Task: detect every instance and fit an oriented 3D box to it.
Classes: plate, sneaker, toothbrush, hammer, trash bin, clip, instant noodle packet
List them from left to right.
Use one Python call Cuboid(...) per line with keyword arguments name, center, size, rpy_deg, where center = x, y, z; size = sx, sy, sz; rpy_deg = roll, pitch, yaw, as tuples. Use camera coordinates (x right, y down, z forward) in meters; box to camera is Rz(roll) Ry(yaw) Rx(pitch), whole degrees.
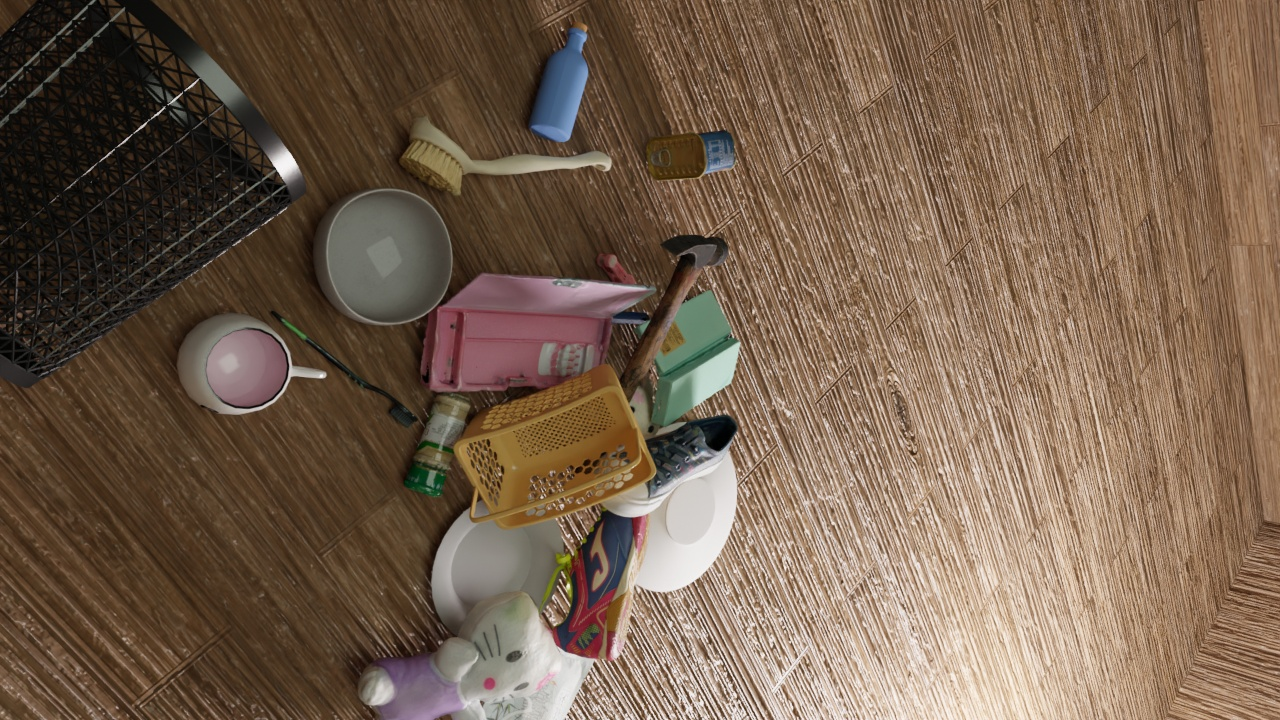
Cuboid(name="trash bin", center=(-0.417, -0.123, 0.672), size=(0.242, 0.217, 0.217), rpy_deg=(-49, 123, -17))
Cuboid(name="toothbrush", center=(-0.292, 0.012, 0.912), size=(0.188, 0.014, 0.017), rpy_deg=(45, 75, -34))
Cuboid(name="plate", center=(-0.163, 0.234, 1.045), size=(0.172, 0.019, 0.173), rpy_deg=(-6, 99, -40))
Cuboid(name="instant noodle packet", center=(-0.148, 0.454, 1.061), size=(0.147, 0.057, 0.268), rpy_deg=(40, 69, -44))
Cuboid(name="toothbrush", center=(-0.063, -0.053, 1.095), size=(0.189, 0.017, 0.016), rpy_deg=(0, 98, -40))
Cuboid(name="sneaker", center=(-0.047, 0.228, 1.089), size=(0.116, 0.091, 0.241), rpy_deg=(76, 24, -55))
Cuboid(name="clip", center=(-0.035, -0.108, 1.117), size=(0.023, 0.041, 0.059), rpy_deg=(-51, 135, -20))
Cuboid(name="hammer", center=(-0.006, 0.006, 1.046), size=(0.119, 0.033, 0.331), rpy_deg=(-10, 131, -58))
Cuboid(name="sneaker", center=(0.034, 0.112, 1.095), size=(0.234, 0.087, 0.079), rpy_deg=(-18, 151, -50))
Cuboid(name="plate", center=(0.058, 0.198, 1.219), size=(0.228, 0.030, 0.229), rpy_deg=(-6, 99, -40))

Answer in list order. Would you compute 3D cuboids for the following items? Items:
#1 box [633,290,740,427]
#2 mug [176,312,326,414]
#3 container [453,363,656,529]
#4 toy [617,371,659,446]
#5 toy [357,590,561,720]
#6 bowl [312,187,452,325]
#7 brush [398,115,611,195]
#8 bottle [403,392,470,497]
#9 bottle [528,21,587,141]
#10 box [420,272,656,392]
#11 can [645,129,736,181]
Cuboid(name="box", center=(0.066, -0.007, 1.168), size=(0.186, 0.056, 0.138), rpy_deg=(-31, 119, -52))
Cuboid(name="mug", center=(-0.347, 0.005, 0.823), size=(0.123, 0.076, 0.090), rpy_deg=(8, 90, -41))
Cuboid(name="container", center=(-0.086, 0.101, 0.960), size=(0.183, 0.166, 0.129), rpy_deg=(-20, 114, 6))
Cuboid(name="toy", center=(-0.007, 0.062, 1.140), size=(0.112, 0.050, 0.087), rpy_deg=(-52, 125, -16))
Cuboid(name="toy", center=(-0.189, 0.329, 0.974), size=(0.209, 0.085, 0.138), rpy_deg=(-20, 119, -22))
Cuboid(name="bowl", center=(-0.256, -0.101, 0.894), size=(0.131, 0.064, 0.132), rpy_deg=(-6, 99, -40))
Cuboid(name="brush", center=(-0.136, -0.217, 0.995), size=(0.271, 0.062, 0.077), rpy_deg=(-8, 117, -44))
Cuboid(name="bottle", center=(-0.213, 0.087, 0.970), size=(0.042, 0.043, 0.110), rpy_deg=(25, 79, -39))
Cuboid(name="bottle", center=(-0.085, -0.314, 1.023), size=(0.048, 0.048, 0.131), rpy_deg=(20, 82, -40))
Cuboid(name="box", center=(-0.115, -0.040, 0.995), size=(0.232, 0.075, 0.173), rpy_deg=(2, 131, -42))
Cuboid(name="can", center=(0.062, -0.252, 1.123), size=(0.058, 0.100, 0.054), rpy_deg=(-21, 109, -40))
